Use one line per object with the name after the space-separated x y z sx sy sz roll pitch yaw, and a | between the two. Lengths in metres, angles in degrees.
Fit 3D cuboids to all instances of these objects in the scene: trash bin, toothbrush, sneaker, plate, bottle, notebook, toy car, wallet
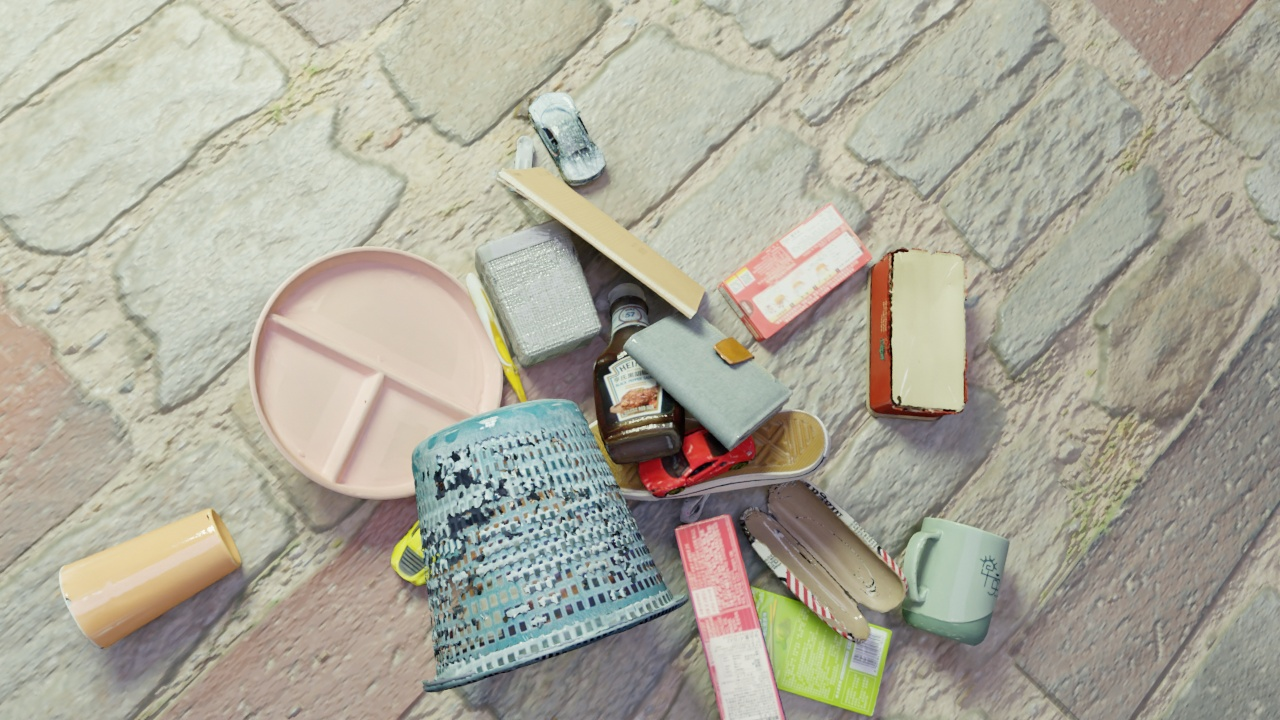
-0.095 0.145 0.774 0.226 0.227 0.195 -16 78 -12 | trash bin
-0.124 0.004 0.876 0.016 0.018 0.191 -27 97 -36 | toothbrush
0.060 0.093 0.876 0.241 0.088 0.118 -5 67 11 | sneaker
-0.235 0.011 0.832 0.229 0.028 0.229 6 79 -31 | plate
-0.005 0.005 0.854 0.080 0.044 0.194 -12 47 6 | bottle
-0.029 -0.118 0.873 0.211 0.149 0.012 36 105 -2 | notebook
-0.186 0.158 0.849 0.048 0.032 0.105 38 75 -1 | toy car
0.048 0.085 0.816 0.106 0.031 0.049 -23 64 5 | toy car
0.064 0.008 0.812 0.130 0.037 0.106 43 42 15 | wallet
-0.075 -0.229 0.937 0.049 0.031 0.105 -29 84 -15 | toy car

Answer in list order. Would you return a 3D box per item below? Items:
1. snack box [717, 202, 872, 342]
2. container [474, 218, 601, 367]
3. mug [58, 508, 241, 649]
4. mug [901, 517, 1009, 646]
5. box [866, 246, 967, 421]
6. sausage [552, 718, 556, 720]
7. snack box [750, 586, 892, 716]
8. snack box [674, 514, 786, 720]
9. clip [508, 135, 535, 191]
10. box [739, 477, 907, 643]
0.161 -0.092 0.955 0.152 0.025 0.075 -37 89 -13 | snack box
-0.095 -0.061 0.875 0.090 0.090 0.114 -21 87 -12 | container
-0.415 0.181 0.787 0.122 0.078 0.078 -27 85 -19 | mug
0.294 0.210 0.886 0.111 0.082 0.106 24 79 -31 | mug
0.287 -0.027 0.937 0.091 0.078 0.168 5 80 -8 | box
-0.041 0.401 0.834 0.021 0.021 0.165 -28 85 -13 | sausage
0.159 0.280 0.887 0.156 0.026 0.085 18 78 -6 | snack box
0.083 0.250 0.839 0.058 0.057 0.207 -15 73 3 | snack box
-0.119 -0.199 0.932 0.025 0.036 0.057 5 83 -7 | clip
0.175 0.183 0.873 0.162 0.075 0.087 44 107 15 | box
